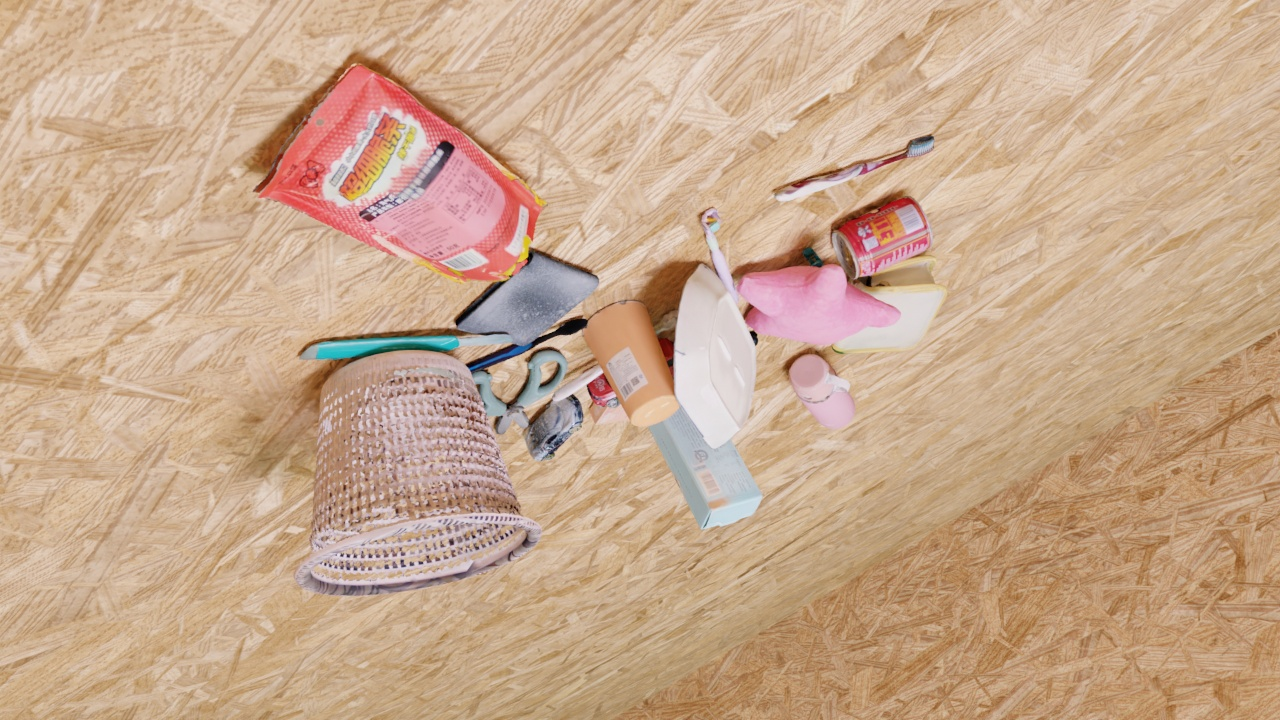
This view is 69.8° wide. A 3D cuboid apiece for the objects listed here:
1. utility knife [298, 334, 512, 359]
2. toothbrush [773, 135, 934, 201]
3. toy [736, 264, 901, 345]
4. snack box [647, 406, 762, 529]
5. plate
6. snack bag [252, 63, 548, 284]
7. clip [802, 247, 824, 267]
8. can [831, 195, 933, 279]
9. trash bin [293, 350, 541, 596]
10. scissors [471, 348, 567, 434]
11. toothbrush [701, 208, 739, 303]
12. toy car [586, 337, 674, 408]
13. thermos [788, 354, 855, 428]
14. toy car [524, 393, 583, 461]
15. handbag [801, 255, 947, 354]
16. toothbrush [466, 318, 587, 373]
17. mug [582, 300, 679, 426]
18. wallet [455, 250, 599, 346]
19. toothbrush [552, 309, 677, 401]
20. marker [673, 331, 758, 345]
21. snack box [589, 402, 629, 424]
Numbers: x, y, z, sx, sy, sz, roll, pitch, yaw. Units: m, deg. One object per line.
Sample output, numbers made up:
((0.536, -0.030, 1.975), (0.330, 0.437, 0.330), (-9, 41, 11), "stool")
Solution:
((-0.222, -0.015, 0.894), (0.208, 0.013, 0.029), (-4, 148, -28), "utility knife")
((0.222, -0.198, 0.945), (0.187, 0.016, 0.017), (-20, 144, -11), "toothbrush")
((0.186, -0.063, 1.072), (0.179, 0.074, 0.194), (-16, 151, 43), "toy")
((0.078, 0.123, 1.159), (0.074, 0.174, 0.052), (-11, 145, -25), "snack box")
((0.092, 0.002, 1.039), (0.034, 0.161, 0.266), (5, 158, 20), "plate")
((-0.170, -0.128, 0.699), (0.129, 0.073, 0.207), (-39, 145, 17), "snack bag")
((0.206, -0.114, 1.075), (0.015, 0.048, 0.057), (-34, 155, 15), "clip")
((0.271, -0.137, 1.035), (0.094, 0.066, 0.066), (-25, 153, -2), "can")
((-0.224, 0.105, 0.893), (0.227, 0.192, 0.228), (-12, 156, -6), "trash bin")
((-0.163, 0.046, 1.054), (0.169, 0.019, 0.178), (-7, 149, -33), "scissors")
((0.090, -0.106, 0.995), (0.021, 0.029, 0.189), (11, 161, 18), "toothbrush")
((-0.007, 0.012, 1.084), (0.120, 0.053, 0.045), (-25, 138, -4), "toy car")
((0.277, 0.048, 1.353), (0.198, 0.087, 0.067), (43, 65, -61), "thermos")
((-0.109, 0.082, 1.128), (0.031, 0.049, 0.106), (1, 142, -46), "toy car")
((0.290, -0.069, 1.196), (0.178, 0.063, 0.164), (-6, 150, -5), "handbag")
((-0.144, -0.006, 0.984), (0.189, 0.014, 0.016), (-23, 178, -3), "toothbrush")
((-0.006, 0.006, 0.998), (0.078, 0.122, 0.078), (-19, 151, -11), "mug")
((-0.113, -0.059, 0.912), (0.121, 0.019, 0.097), (-38, 148, 26), "wallet")
((-0.029, -0.005, 1.064), (0.180, 0.016, 0.016), (-33, 143, 5), "toothbrush")
((0.094, -0.022, 1.148), (0.130, 0.018, 0.023), (-6, 122, -34), "marker")
((0.018, 0.043, 1.187), (0.157, 0.026, 0.085), (-5, 147, -34), "snack box")
